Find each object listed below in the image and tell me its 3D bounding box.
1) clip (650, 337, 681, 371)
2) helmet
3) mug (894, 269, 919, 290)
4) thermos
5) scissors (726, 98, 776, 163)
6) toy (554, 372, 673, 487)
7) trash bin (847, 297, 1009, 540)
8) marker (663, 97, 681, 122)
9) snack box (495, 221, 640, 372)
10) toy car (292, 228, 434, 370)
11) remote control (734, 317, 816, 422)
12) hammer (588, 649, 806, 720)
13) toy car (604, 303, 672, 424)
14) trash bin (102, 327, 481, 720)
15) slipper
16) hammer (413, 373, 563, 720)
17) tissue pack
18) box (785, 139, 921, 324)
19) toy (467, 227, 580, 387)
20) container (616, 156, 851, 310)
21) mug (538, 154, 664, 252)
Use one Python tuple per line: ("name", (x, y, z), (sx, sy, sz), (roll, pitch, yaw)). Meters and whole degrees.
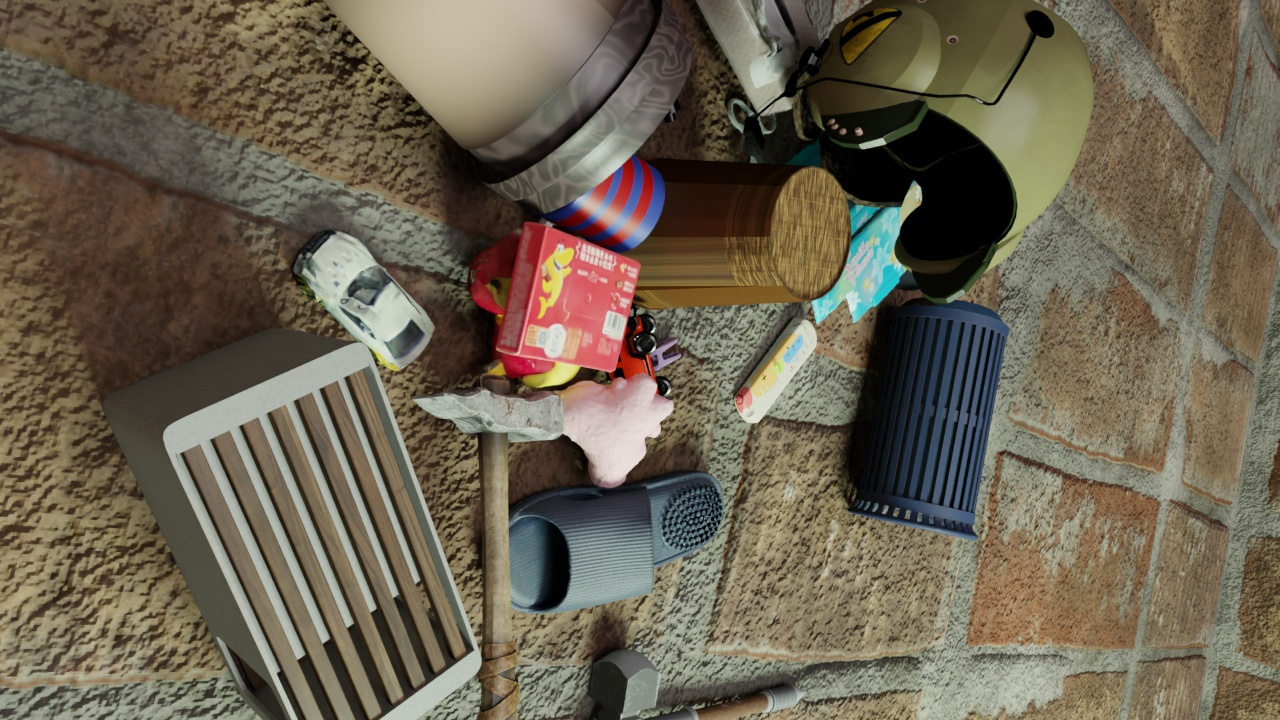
("clip", (0.015, 0.000, 0.813), (0.053, 0.013, 0.037), (-10, 103, -39))
("helmet", (0.230, -0.194, 0.758), (0.250, 0.256, 0.232), (47, 67, -35))
("mug", (0.288, -0.140, 1.014), (0.105, 0.071, 0.077), (40, 67, -16))
("thermos", (-0.100, -0.227, 0.575), (0.226, 0.173, 0.172), (41, 68, -32))
("scissors", (0.110, -0.180, 0.852), (0.090, 0.014, 0.171), (-4, 82, -39))
("toy", (-0.021, 0.048, 0.732), (0.096, 0.052, 0.099), (-34, 108, 14))
("trash bin", (0.326, 0.062, 1.027), (0.139, 0.139, 0.249), (18, 82, -43))
("marker", (0.008, -0.260, 0.759), (0.025, 0.025, 0.126), (-34, 118, -35))
("snack box", (-0.048, -0.041, 0.662), (0.132, 0.021, 0.089), (12, 92, -61))
("toy car", (-0.181, -0.039, 0.611), (0.048, 0.033, 0.105), (-53, 126, -22))
("remote control", (0.137, 0.009, 0.924), (0.125, 0.018, 0.038), (-50, 126, -24))
("hammer", (0.071, 0.347, 0.899), (0.321, 0.043, 0.156), (10, 89, -46))
("toy car", (-0.005, 0.004, 0.766), (0.049, 0.051, 0.100), (-12, 112, 5))
("trash bin", (-0.204, 0.109, 0.552), (0.114, 0.115, 0.229), (-30, 115, -36))
("slipper", (-0.005, 0.154, 0.769), (0.263, 0.083, 0.101), (-7, 103, -43))
("hammer", (-0.101, 0.168, 0.641), (0.121, 0.049, 0.318), (8, 78, -57))
("tissue pack", (0.105, -0.314, 0.809), (0.103, 0.071, 0.181), (-57, 130, -31))
("box", (0.210, -0.140, 0.895), (0.226, 0.084, 0.172), (-42, 95, -29))
("toy", (-0.085, -0.031, 0.688), (0.105, 0.067, 0.137), (-56, 141, -19))
("container", (0.071, -0.102, 0.742), (0.132, 0.167, 0.132), (-7, 101, -42))
("mug", (-0.044, -0.116, 0.708), (0.076, 0.075, 0.112), (22, 108, -43))
